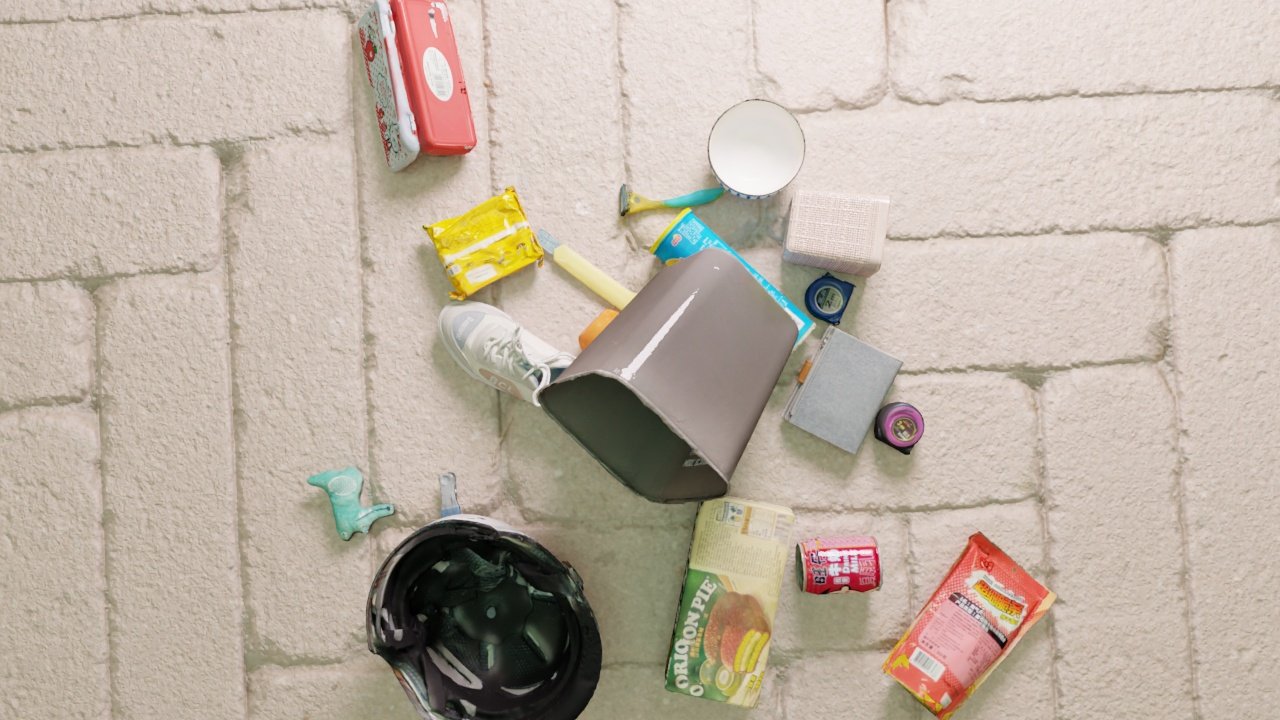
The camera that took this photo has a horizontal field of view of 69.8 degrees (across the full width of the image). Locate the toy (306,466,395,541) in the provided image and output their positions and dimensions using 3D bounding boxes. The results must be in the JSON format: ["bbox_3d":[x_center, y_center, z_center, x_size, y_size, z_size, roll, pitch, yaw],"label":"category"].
[{"bbox_3d":[-0.356,0.176,1.135,0.096,0.030,0.092,-11,93,-6],"label":"toy"}]

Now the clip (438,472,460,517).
[{"bbox_3d":[-0.237,0.167,1.136,0.026,0.037,0.058,-5,88,3],"label":"clip"}]

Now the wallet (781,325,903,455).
[{"bbox_3d":[0.244,0.035,1.120,0.106,0.037,0.129,27,91,2],"label":"wallet"}]

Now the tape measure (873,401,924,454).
[{"bbox_3d":[0.315,0.079,1.117,0.057,0.039,0.058,26,94,1],"label":"tape measure"}]

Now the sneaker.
[{"bbox_3d":[-0.144,0.006,1.102,0.242,0.091,0.089,31,88,2],"label":"sneaker"}]

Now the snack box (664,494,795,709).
[{"bbox_3d":[0.106,0.284,1.104,0.114,0.063,0.240,11,89,2],"label":"snack box"}]

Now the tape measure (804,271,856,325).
[{"bbox_3d":[0.230,-0.076,1.128,0.054,0.025,0.058,24,80,2],"label":"tape measure"}]

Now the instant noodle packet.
[{"bbox_3d":[-0.193,-0.141,1.130,0.128,0.044,0.110,-25,82,-3],"label":"instant noodle packet"}]

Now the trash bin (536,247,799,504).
[{"bbox_3d":[0.043,0.014,1.010,0.198,0.199,0.219,46,61,-15],"label":"trash bin"}]

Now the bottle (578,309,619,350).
[{"bbox_3d":[-0.007,0.007,1.117,0.149,0.067,0.067,45,90,-6],"label":"bottle"}]

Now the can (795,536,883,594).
[{"bbox_3d":[0.237,0.246,1.100,0.094,0.066,0.066,-3,88,1],"label":"can"}]

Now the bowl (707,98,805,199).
[{"bbox_3d":[0.138,-0.251,1.114,0.116,0.066,0.116,0,89,2],"label":"bowl"}]

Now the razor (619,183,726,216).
[{"bbox_3d":[0.040,-0.200,1.134,0.132,0.028,0.043,-5,57,4],"label":"razor"}]

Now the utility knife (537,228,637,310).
[{"bbox_3d":[-0.057,-0.104,1.138,0.182,0.019,0.031,37,85,-4],"label":"utility knife"}]

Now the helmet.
[{"bbox_3d":[-0.178,0.296,1.065,0.274,0.157,0.230,42,88,-9],"label":"helmet"}]

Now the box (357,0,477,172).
[{"bbox_3d":[-0.279,-0.342,1.140,0.094,0.100,0.201,-10,86,-40],"label":"box"}]

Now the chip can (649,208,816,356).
[{"bbox_3d":[0.111,-0.088,1.109,0.210,0.071,0.071,42,90,1],"label":"chip can"}]

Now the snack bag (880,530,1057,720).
[{"bbox_3d":[0.390,0.322,1.100,0.128,0.073,0.207,40,84,-3],"label":"snack bag"}]

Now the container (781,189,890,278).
[{"bbox_3d":[0.231,-0.154,1.101,0.111,0.090,0.090,8,89,4],"label":"container"}]
